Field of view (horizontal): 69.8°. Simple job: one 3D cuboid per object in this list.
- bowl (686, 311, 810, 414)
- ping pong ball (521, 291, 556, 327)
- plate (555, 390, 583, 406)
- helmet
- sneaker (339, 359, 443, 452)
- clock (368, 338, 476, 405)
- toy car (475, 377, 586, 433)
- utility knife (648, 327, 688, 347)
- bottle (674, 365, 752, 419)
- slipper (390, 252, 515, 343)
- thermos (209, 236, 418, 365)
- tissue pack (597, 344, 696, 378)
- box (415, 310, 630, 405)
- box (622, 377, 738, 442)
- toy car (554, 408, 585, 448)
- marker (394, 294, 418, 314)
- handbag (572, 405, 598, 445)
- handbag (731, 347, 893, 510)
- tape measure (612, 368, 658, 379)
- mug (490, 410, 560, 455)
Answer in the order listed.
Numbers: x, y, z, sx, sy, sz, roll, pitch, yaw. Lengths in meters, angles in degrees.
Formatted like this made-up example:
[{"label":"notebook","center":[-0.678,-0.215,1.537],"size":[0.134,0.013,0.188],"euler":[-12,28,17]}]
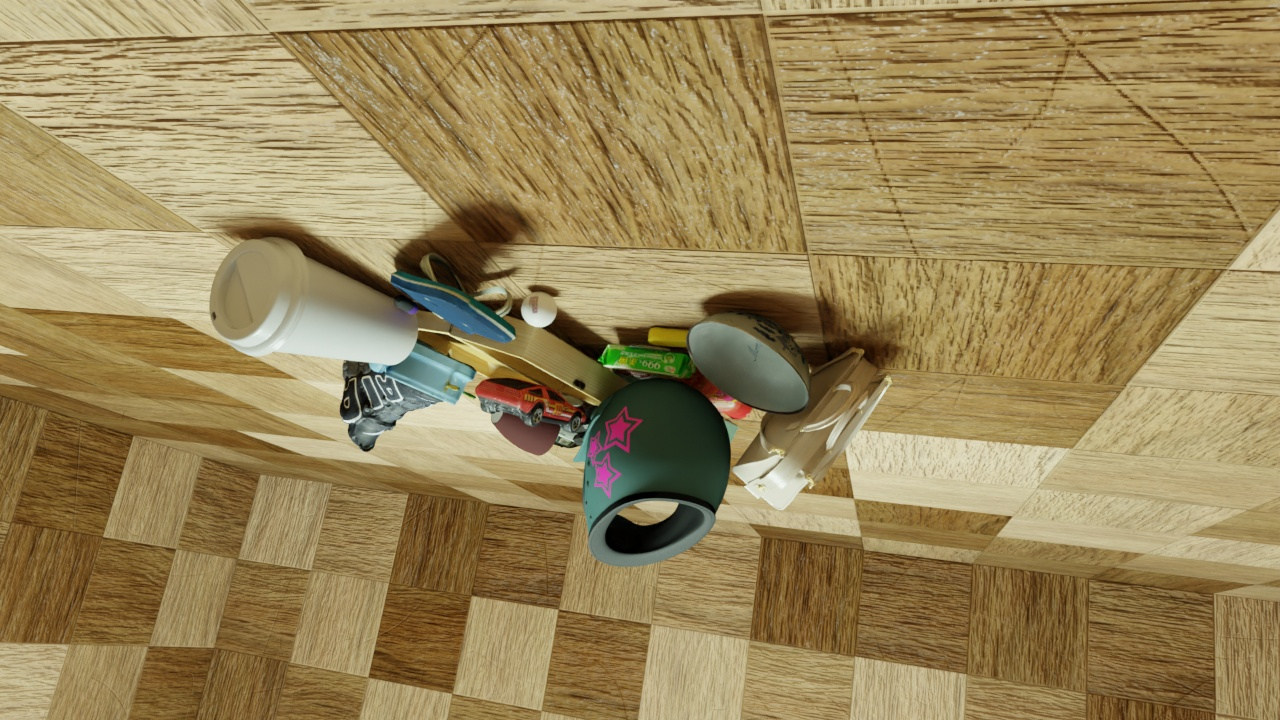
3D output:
[{"label":"bowl","center":[0.128,-0.008,1.004],"size":[0.151,0.056,0.151],"euler":[29,154,15]},{"label":"ping pong ball","center":[-0.114,-0.058,1.037],"size":[0.040,0.040,0.040],"euler":[8,164,2]},{"label":"plate","center":[-0.164,0.047,1.398],"size":[0.157,0.014,0.157],"euler":[10,-176,-1]},{"label":"helmet","center":[0.005,0.131,1.167],"size":[0.176,0.199,0.276],"euler":[13,144,-18]},{"label":"sneaker","center":[-0.381,0.067,1.373],"size":[0.253,0.150,0.097],"euler":[6,170,46]},{"label":"clock","center":[-0.296,0.007,1.220],"size":[0.162,0.060,0.118],"euler":[21,172,10]},{"label":"toy car","center":[-0.143,0.060,1.229],"size":[0.082,0.056,0.189],"euler":[15,175,25]},{"label":"utility knife","center":[0.093,-0.024,1.081],"size":[0.173,0.020,0.029],"euler":[5,166,17]},{"label":"bottle","center":[0.105,0.042,1.248],"size":[0.072,0.048,0.134],"euler":[-4,160,37]},{"label":"slipper","center":[-0.195,-0.072,0.972],"size":[0.118,0.060,0.295],"euler":[31,174,-25]},{"label":"thermos","center":[-0.365,-0.055,1.061],"size":[0.132,0.131,0.221],"euler":[0,169,30]},{"label":"tissue pack","center":[0.012,0.001,1.152],"size":[0.114,0.034,0.099],"euler":[8,179,11]},{"label":"box","center":[-0.173,-0.004,1.216],"size":[0.254,0.068,0.247],"euler":[6,164,30]},{"label":"box","center":[0.028,0.110,1.300],"size":[0.187,0.139,0.052],"euler":[25,-173,4]},{"label":"toy car","center":[-0.144,0.105,1.546],"size":[0.094,0.071,0.191],"euler":[8,166,38]},{"label":"marker","center":[-0.271,-0.066,1.059],"size":[0.015,0.018,0.134],"euler":[-27,-177,-7]},{"label":"handbag","center":[-0.018,0.101,1.420],"size":[0.199,0.102,0.198],"euler":[0,172,-36]},{"label":"handbag","center":[0.208,0.070,1.051],"size":[0.101,0.194,0.198],"euler":[41,161,4]},{"label":"tape measure","center":[-0.007,0.007,1.240],"size":[0.060,0.020,0.062],"euler":[6,163,10]},{"label":"mug","center":[-0.184,0.083,1.409],"size":[0.088,0.114,0.087],"euler":[23,119,-33]}]
